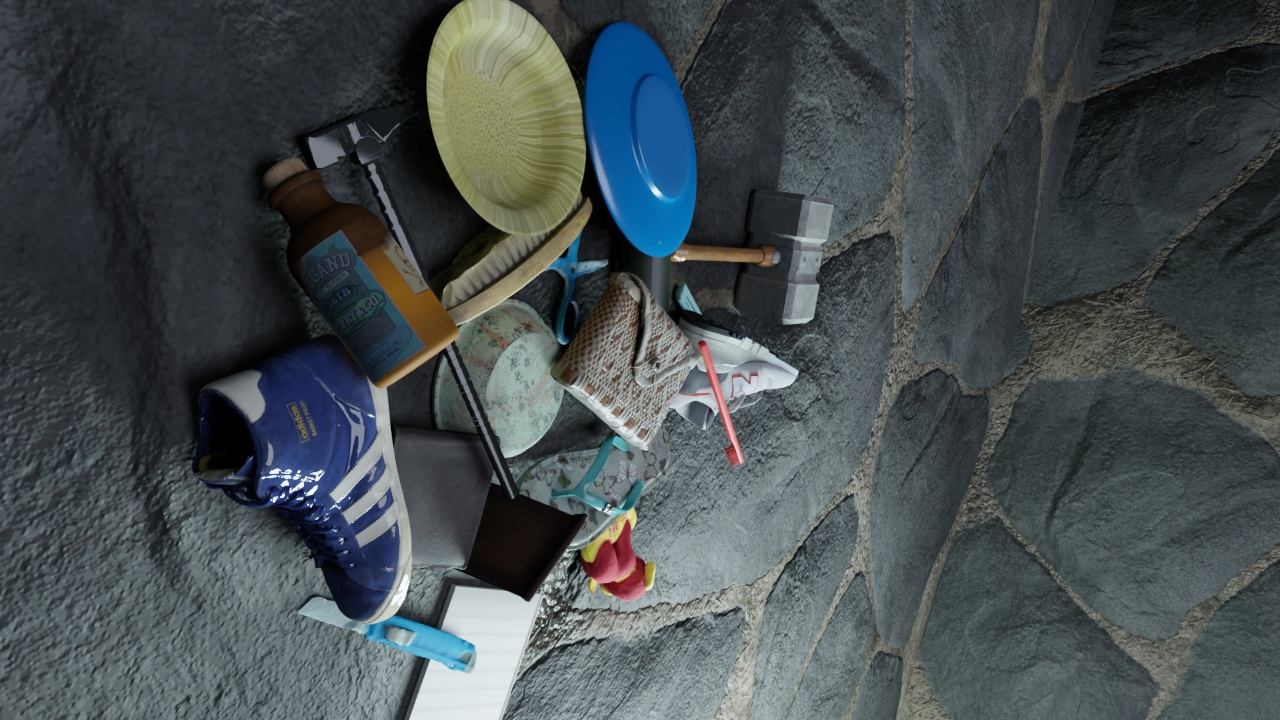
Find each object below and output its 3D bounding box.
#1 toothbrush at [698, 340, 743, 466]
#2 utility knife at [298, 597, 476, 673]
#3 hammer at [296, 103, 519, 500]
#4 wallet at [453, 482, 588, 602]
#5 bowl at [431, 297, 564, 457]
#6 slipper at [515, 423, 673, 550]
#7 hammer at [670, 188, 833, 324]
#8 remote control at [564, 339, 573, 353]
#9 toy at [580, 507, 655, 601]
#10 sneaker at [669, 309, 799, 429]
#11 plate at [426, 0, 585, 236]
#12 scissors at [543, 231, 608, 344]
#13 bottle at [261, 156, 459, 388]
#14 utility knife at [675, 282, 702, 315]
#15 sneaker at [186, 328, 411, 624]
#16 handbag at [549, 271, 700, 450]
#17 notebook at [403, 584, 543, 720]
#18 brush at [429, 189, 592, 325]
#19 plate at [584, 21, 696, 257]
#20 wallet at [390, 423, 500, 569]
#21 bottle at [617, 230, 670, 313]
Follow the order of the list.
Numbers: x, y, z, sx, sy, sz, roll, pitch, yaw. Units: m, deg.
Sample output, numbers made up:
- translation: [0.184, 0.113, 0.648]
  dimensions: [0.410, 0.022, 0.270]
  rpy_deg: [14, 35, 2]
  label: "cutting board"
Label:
- translation: [0.091, 0.055, 1.067]
  dimensions: [0.018, 0.012, 0.213]
  rpy_deg: [-29, 133, -8]
  label: "toothbrush"
- translation: [-0.209, 0.238, 0.794]
  dimensions: [0.221, 0.015, 0.031]
  rpy_deg: [41, 65, -48]
  label: "utility knife"
- translation: [-0.149, -0.032, 0.704]
  dimensions: [0.094, 0.015, 0.325]
  rpy_deg: [-36, 119, -34]
  label: "hammer"
- translation: [-0.115, 0.158, 0.815]
  dimensions: [0.091, 0.116, 0.018]
  rpy_deg: [-53, 140, -32]
  label: "wallet"
- translation: [-0.117, 0.024, 0.829]
  dimensions: [0.157, 0.039, 0.158]
  rpy_deg: [-28, 125, -49]
  label: "bowl"
- translation: [-0.028, 0.128, 0.968]
  dimensions: [0.268, 0.055, 0.098]
  rpy_deg: [-19, 95, -55]
  label: "slipper"
- translation: [0.119, -0.125, 1.089]
  dimensions: [0.316, 0.083, 0.163]
  rpy_deg: [-7, 109, -56]
  label: "hammer"
- translation: [-0.038, 0.020, 0.973]
  dimensions: [0.150, 0.013, 0.034]
  rpy_deg: [39, 70, -55]
  label: "remote control"
- translation: [-0.029, 0.219, 1.026]
  dimensions: [0.105, 0.067, 0.137]
  rpy_deg: [-51, 133, -37]
  label: "toy"
- translation: [0.097, 0.025, 1.122]
  dimensions: [0.239, 0.089, 0.124]
  rpy_deg: [23, 97, -50]
  label: "sneaker"
- translation: [-0.114, -0.190, 0.732]
  dimensions: [0.184, 0.036, 0.184]
  rpy_deg: [6, 83, -56]
  label: "plate"
- translation: [-0.074, -0.079, 0.883]
  dimensions: [0.133, 0.011, 0.140]
  rpy_deg: [-19, 118, -55]
  label: "scissors"
- translation: [-0.192, -0.062, 0.610]
  dimensions: [0.157, 0.068, 0.067]
  rpy_deg: [55, 48, -6]
  label: "bottle"
- translation: [0.073, -0.042, 1.122]
  dimensions: [0.022, 0.015, 0.166]
  rpy_deg: [-64, 149, -18]
  label: "utility knife"
- translation: [-0.235, 0.103, 0.632]
  dimensions: [0.118, 0.091, 0.233]
  rpy_deg: [-25, 122, -56]
  label: "sneaker"
- translation: [-0.005, 0.005, 0.904]
  dimensions: [0.124, 0.047, 0.186]
  rpy_deg: [-58, 146, -10]
  label: "handbag"
- translation: [-0.172, 0.325, 0.897]
  dimensions: [0.142, 0.009, 0.209]
  rpy_deg: [28, 79, -56]
  label: "notebook"
- translation: [-0.110, -0.093, 0.776]
  dimensions: [0.194, 0.059, 0.043]
  rpy_deg: [-46, 125, -33]
  label: "brush"
- translation: [0.014, -0.213, 0.887]
  dimensions: [0.224, 0.024, 0.224]
  rpy_deg: [16, 72, -60]
  label: "plate"
- translation: [-0.176, 0.114, 0.762]
  dimensions: [0.099, 0.031, 0.120]
  rpy_deg: [11, 96, -36]
  label: "wallet"
- translation: [0.006, -0.135, 0.942]
  dimensions: [0.055, 0.055, 0.174]
  rpy_deg: [-10, 105, -55]
  label: "bottle"
